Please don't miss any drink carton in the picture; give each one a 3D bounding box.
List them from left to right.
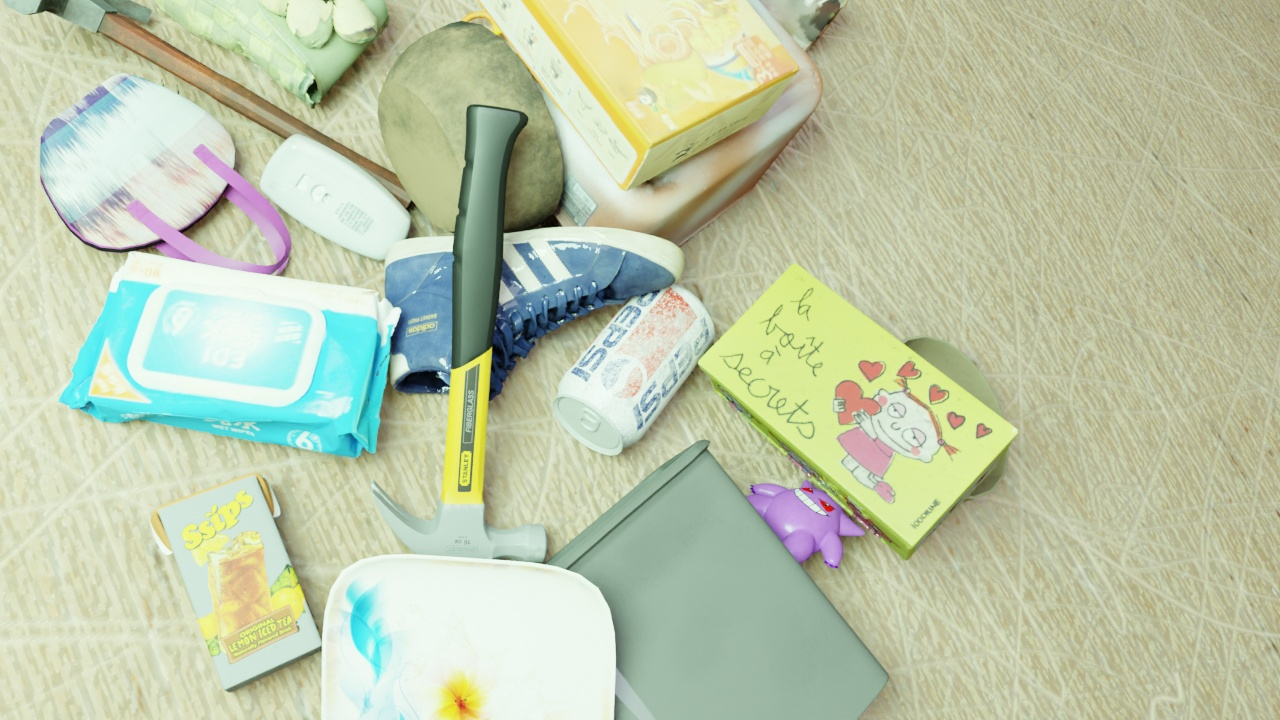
[{"bbox_3d":[-0.262,0.144,0.601,0.076,0.049,0.125,-21,78,-26],"label":"drink carton"}]

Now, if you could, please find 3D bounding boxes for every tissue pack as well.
[{"bbox_3d":[-0.280,-0.004,0.636,0.209,0.066,0.116,8,69,-5],"label":"tissue pack"}]

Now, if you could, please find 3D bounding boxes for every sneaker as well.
[{"bbox_3d":[-0.083,-0.027,0.691,0.233,0.091,0.118,1,69,1],"label":"sneaker"}]

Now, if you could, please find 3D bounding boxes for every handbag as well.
[{"bbox_3d":[-0.337,-0.120,0.678,0.170,0.068,0.144,38,56,-10],"label":"handbag"},{"bbox_3d":[-0.297,-0.296,0.728,0.186,0.117,0.113,32,62,-8],"label":"handbag"}]

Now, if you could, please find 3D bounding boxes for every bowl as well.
[{"bbox_3d":[-0.135,-0.164,0.691,0.070,0.163,0.162,-33,83,-29],"label":"bowl"},{"bbox_3d":[0.257,0.056,0.821,0.152,0.051,0.152,14,61,-27],"label":"bowl"}]

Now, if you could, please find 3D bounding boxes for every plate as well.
[{"bbox_3d":[-0.109,0.214,0.584,0.187,0.016,0.187,3,96,4],"label":"plate"}]

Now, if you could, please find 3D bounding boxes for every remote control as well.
[{"bbox_3d":[-0.233,-0.123,0.709,0.114,0.028,0.060,32,104,-23],"label":"remote control"}]

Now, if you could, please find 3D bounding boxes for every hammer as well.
[{"bbox_3d":[-0.311,-0.203,0.711,0.300,0.111,0.028,30,105,-17],"label":"hammer"},{"bbox_3d":[-0.115,-0.009,0.632,0.127,0.029,0.324,2,104,-17],"label":"hammer"}]

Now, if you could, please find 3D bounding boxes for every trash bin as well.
[{"bbox_3d":[0.010,-0.204,0.783,0.259,0.158,0.181,-39,86,-29],"label":"trash bin"},{"bbox_3d":[0.037,0.203,0.664,0.191,0.098,0.220,-37,86,-28],"label":"trash bin"}]

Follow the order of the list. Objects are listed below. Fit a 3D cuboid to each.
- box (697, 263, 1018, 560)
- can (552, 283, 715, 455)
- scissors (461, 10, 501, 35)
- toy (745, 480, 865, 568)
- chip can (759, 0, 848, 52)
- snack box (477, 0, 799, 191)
[{"bbox_3d":[0.165,0.038,0.728,0.124,0.082,0.221,-43,67,-6],"label":"box"},{"bbox_3d":[-0.004,0.004,0.738,0.078,0.078,0.135,40,61,-2],"label":"can"},{"bbox_3d":[-0.109,-0.306,0.845,0.125,0.011,0.130,-32,101,-9],"label":"scissors"},{"bbox_3d":[0.129,0.134,0.748,0.088,0.056,0.106,-22,43,-25],"label":"toy"},{"bbox_3d":[0.105,-0.415,0.951,0.229,0.080,0.079,39,61,-2],"label":"chip can"},{"bbox_3d":[-0.008,-0.234,0.653,0.144,0.081,0.195,-33,83,-27],"label":"snack box"}]
